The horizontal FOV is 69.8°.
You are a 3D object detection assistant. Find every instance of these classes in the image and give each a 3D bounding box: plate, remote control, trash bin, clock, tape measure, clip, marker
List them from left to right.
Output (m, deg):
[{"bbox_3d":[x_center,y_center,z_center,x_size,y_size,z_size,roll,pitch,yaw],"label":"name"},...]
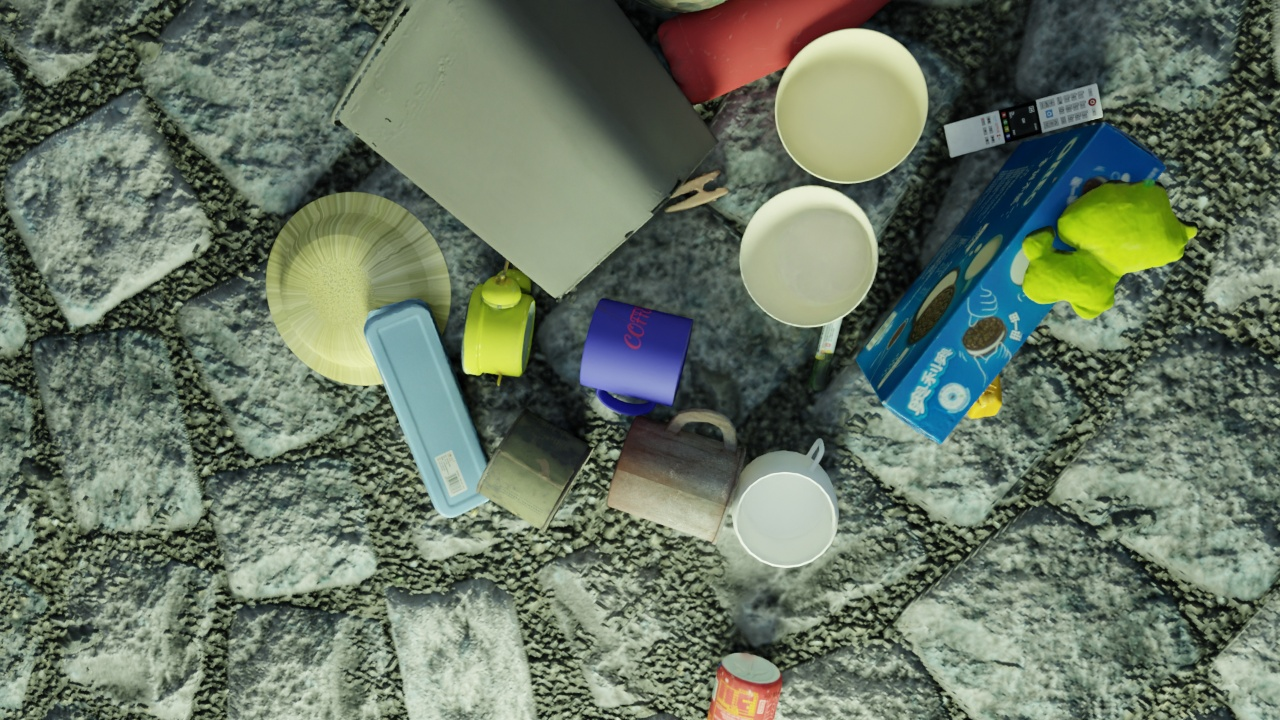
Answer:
[{"bbox_3d":[-0.273,-0.064,0.861,0.184,0.036,0.184,1,100,7],"label":"plate"},{"bbox_3d":[-0.127,-0.039,0.822,0.057,0.083,0.119,8,104,1],"label":"clock"},{"bbox_3d":[-0.077,-0.191,0.726,0.220,0.196,0.198,45,129,-9],"label":"trash bin"},{"bbox_3d":[0.049,-0.145,0.812,0.049,0.026,0.061,34,95,-4],"label":"clip"},{"bbox_3d":[0.173,-0.044,0.814,0.017,0.017,0.146,13,102,5],"label":"marker"},{"bbox_3d":[0.288,0.015,0.786,0.030,0.068,0.059,-14,73,11],"label":"tape measure"},{"bbox_3d":[0.320,-0.201,0.770,0.124,0.011,0.028,-14,98,10],"label":"remote control"}]

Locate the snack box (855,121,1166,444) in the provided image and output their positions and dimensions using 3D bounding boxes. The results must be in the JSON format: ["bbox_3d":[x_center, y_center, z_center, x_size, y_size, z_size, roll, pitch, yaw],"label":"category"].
[{"bbox_3d":[0.266,-0.064,0.708,0.056,0.195,0.239,36,103,1],"label":"snack box"}]

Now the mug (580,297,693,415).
[{"bbox_3d":[-0.005,0.005,0.823,0.083,0.079,0.111,14,130,5],"label":"mug"}]

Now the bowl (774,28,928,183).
[{"bbox_3d":[0.170,-0.206,0.757,0.118,0.074,0.118,1,100,7],"label":"bowl"}]

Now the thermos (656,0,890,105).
[{"bbox_3d":[0.134,-0.287,0.748,0.240,0.073,0.073,-21,96,10],"label":"thermos"}]

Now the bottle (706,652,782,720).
[{"bbox_3d":[0.092,0.354,0.874,0.062,0.062,0.138,12,102,5],"label":"bottle"}]

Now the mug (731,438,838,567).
[{"bbox_3d":[0.134,0.122,0.823,0.094,0.068,0.116,28,102,2],"label":"mug"}]

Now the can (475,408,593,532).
[{"bbox_3d":[-0.097,0.100,0.839,0.074,0.089,0.090,30,102,1],"label":"can"}]

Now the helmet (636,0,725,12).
[{"bbox_3d":[0.038,-0.390,0.672,0.236,0.193,0.224,-54,132,-14],"label":"helmet"}]

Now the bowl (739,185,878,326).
[{"bbox_3d":[0.148,-0.087,0.777,0.115,0.062,0.115,2,96,25],"label":"bowl"}]

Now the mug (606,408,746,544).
[{"bbox_3d":[0.036,0.092,0.815,0.110,0.096,0.123,16,116,1],"label":"mug"}]

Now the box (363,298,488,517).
[{"bbox_3d":[-0.196,0.043,0.861,0.067,0.052,0.210,-23,111,-18],"label":"box"}]

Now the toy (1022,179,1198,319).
[{"bbox_3d":[0.295,-0.072,0.585,0.094,0.036,0.094,17,108,9],"label":"toy"}]
